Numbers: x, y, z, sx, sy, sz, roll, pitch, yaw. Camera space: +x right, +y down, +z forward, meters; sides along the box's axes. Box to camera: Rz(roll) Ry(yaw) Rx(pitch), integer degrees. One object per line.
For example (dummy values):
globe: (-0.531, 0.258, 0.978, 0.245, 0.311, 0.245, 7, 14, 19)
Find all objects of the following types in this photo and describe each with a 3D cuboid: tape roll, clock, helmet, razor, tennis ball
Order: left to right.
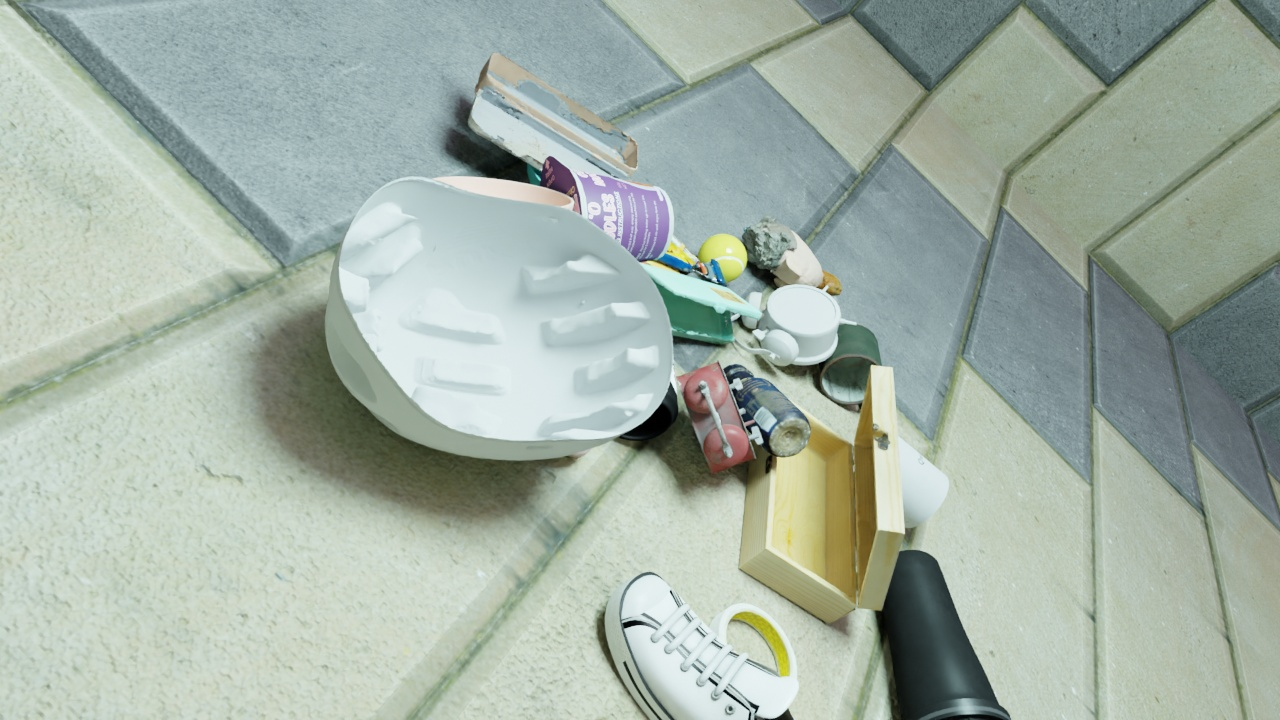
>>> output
helmet: (-0.110, -0.027, 0.754, 0.282, 0.184, 0.224, 0, 68, -13)
razor: (0.046, -0.123, 1.138, 0.140, 0.018, 0.043, 15, 43, -31)
clock: (0.083, 0.056, 0.933, 0.156, 0.062, 0.110, 25, 44, -85)
tennis ball: (0.109, -0.136, 1.221, 0.065, 0.065, 0.065, 27, 39, -24)
tape roll: (0.103, 0.270, 0.839, 0.094, 0.019, 0.093, 27, 38, -24)
clock: (0.190, -0.043, 1.197, 0.159, 0.061, 0.119, -14, 48, -16)

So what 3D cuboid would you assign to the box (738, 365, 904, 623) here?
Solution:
box: (0.212, 0.141, 0.995, 0.142, 0.185, 0.247, 53, 30, -27)

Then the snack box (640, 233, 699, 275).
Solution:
snack box: (0.023, -0.113, 1.144, 0.061, 0.026, 0.148, 44, 35, -1)

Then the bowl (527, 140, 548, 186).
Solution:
bowl: (-0.096, -0.208, 1.101, 0.121, 0.046, 0.121, 27, 38, -24)

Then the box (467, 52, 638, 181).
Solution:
box: (-0.098, -0.264, 1.085, 0.216, 0.043, 0.150, 27, 35, -24)

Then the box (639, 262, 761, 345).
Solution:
box: (0.069, -0.073, 1.069, 0.188, 0.080, 0.077, 10, 67, -49)

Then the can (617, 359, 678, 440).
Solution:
can: (-0.006, 0.006, 0.945, 0.080, 0.080, 0.145, 25, 39, -27)

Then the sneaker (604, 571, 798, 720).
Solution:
sneaker: (0.074, 0.270, 0.741, 0.245, 0.097, 0.091, 52, 35, 10)

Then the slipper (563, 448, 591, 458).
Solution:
slipper: (-0.082, -0.002, 0.898, 0.106, 0.056, 0.221, 20, 43, -34)

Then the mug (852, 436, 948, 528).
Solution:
mug: (0.312, 0.140, 1.146, 0.096, 0.083, 0.119, 39, 6, -9)

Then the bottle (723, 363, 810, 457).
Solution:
bottle: (0.133, 0.051, 1.020, 0.056, 0.056, 0.160, 25, 13, -26)

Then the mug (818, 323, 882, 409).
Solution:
mug: (0.289, 0.013, 1.250, 0.081, 0.085, 0.111, -80, 149, -52)

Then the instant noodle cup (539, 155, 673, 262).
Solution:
instant noodle cup: (-0.037, -0.159, 1.016, 0.121, 0.122, 0.136, -4, 74, -29)

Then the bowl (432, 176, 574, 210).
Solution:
bowl: (-0.145, -0.134, 0.929, 0.153, 0.076, 0.152, 8, 19, -3)

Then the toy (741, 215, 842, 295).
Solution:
toy: (0.218, -0.142, 1.334, 0.176, 0.076, 0.132, 33, 21, -13)

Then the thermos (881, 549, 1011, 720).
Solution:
thermos: (0.300, 0.303, 0.944, 0.105, 0.106, 0.218, 28, 33, -22)
